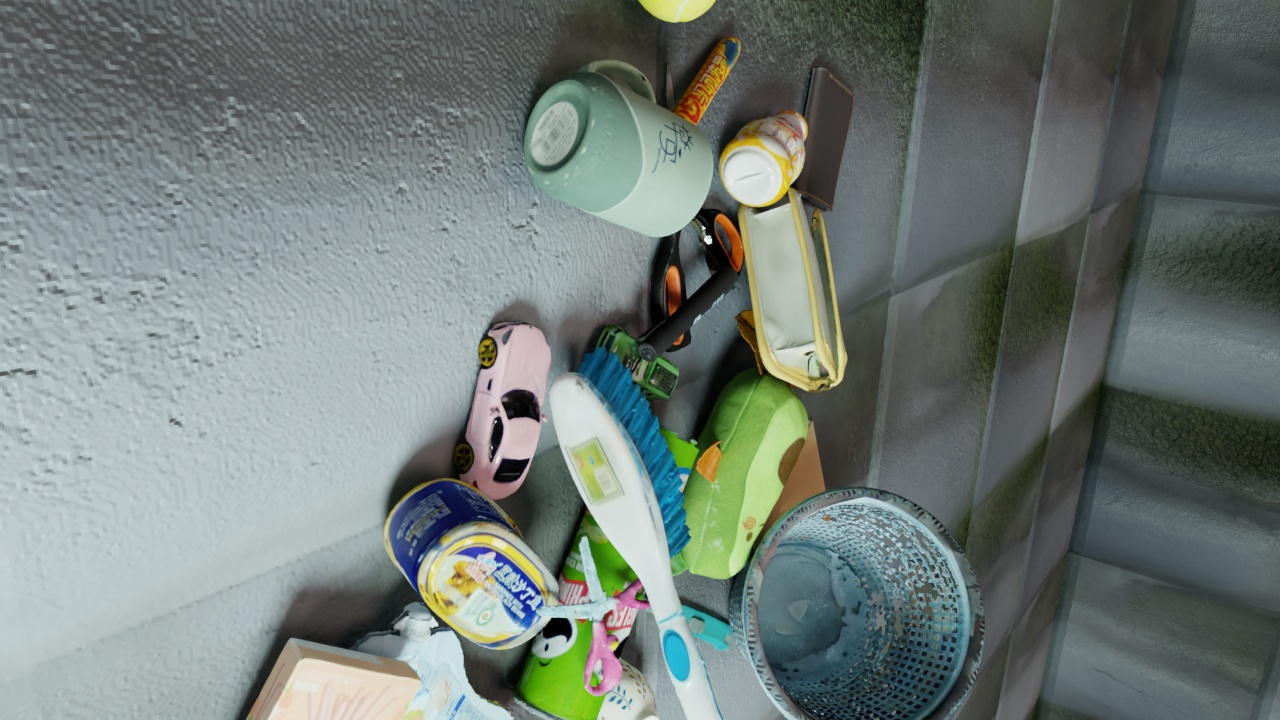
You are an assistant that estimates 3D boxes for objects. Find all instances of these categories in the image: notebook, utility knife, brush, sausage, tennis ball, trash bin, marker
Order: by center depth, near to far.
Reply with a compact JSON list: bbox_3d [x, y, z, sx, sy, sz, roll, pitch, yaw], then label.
[{"bbox_3d":[0.025,-0.268,0.631,0.065,0.065,0.065,-24,121,-47],"label":"tennis ball"},{"bbox_3d":[0.013,0.144,0.634,0.314,0.061,0.109,65,18,-1],"label":"brush"},{"bbox_3d":[0.043,-0.200,0.703,0.164,0.021,0.021,-61,143,-31],"label":"sausage"},{"bbox_3d":[0.039,-0.040,0.732,0.022,0.020,0.131,55,48,-8],"label":"marker"},{"bbox_3d":[0.181,0.247,0.895,0.226,0.226,0.195,-61,-177,-18],"label":"trash bin"},{"bbox_3d":[0.053,0.262,0.911,0.209,0.013,0.029,41,69,-52],"label":"utility knife"},{"bbox_3d":[0.176,0.190,1.057,0.147,0.008,0.208,-48,137,-32],"label":"notebook"}]

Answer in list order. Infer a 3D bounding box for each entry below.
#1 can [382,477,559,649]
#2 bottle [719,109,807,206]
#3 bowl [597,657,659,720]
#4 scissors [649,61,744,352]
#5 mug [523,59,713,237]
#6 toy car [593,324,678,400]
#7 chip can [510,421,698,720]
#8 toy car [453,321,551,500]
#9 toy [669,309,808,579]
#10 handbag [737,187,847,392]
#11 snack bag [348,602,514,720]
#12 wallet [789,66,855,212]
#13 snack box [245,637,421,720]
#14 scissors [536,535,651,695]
[{"bbox_3d":[-0.107,0.136,0.599,0.074,0.049,0.148,-42,141,-12],"label":"can"},{"bbox_3d":[0.111,-0.178,0.785,0.108,0.063,0.063,-53,141,-45],"label":"bottle"},{"bbox_3d":[-0.021,0.321,0.794,0.113,0.062,0.113,-24,120,-49],"label":"bowl"},{"bbox_3d":[0.034,-0.116,0.743,0.221,0.022,0.221,1,96,-56],"label":"scissors"},{"bbox_3d":[-0.016,-0.148,0.606,0.106,0.082,0.111,13,70,-45],"label":"mug"},{"bbox_3d":[-0.004,0.004,0.721,0.091,0.036,0.043,29,80,-50],"label":"toy car"},{"bbox_3d":[-0.025,0.162,0.720,0.072,0.072,0.235,34,74,-53],"label":"chip can"},{"bbox_3d":[-0.088,0.034,0.617,0.056,0.037,0.122,9,95,-56],"label":"toy car"},{"bbox_3d":[0.094,0.087,0.836,0.227,0.090,0.246,30,79,-60],"label":"toy"},{"bbox_3d":[0.157,-0.056,0.841,0.178,0.063,0.163,25,55,-59],"label":"handbag"},{"bbox_3d":[-0.148,0.247,0.611,0.110,0.039,0.191,-36,128,-19],"label":"snack bag"},{"bbox_3d":[0.181,-0.214,0.903,0.096,0.020,0.122,4,98,-59],"label":"wallet"},{"bbox_3d":[-0.198,0.242,0.526,0.084,0.026,0.157,31,84,-42],"label":"snack box"},{"bbox_3d":[-0.023,0.176,0.657,0.128,0.017,0.133,-30,122,-37],"label":"scissors"}]
